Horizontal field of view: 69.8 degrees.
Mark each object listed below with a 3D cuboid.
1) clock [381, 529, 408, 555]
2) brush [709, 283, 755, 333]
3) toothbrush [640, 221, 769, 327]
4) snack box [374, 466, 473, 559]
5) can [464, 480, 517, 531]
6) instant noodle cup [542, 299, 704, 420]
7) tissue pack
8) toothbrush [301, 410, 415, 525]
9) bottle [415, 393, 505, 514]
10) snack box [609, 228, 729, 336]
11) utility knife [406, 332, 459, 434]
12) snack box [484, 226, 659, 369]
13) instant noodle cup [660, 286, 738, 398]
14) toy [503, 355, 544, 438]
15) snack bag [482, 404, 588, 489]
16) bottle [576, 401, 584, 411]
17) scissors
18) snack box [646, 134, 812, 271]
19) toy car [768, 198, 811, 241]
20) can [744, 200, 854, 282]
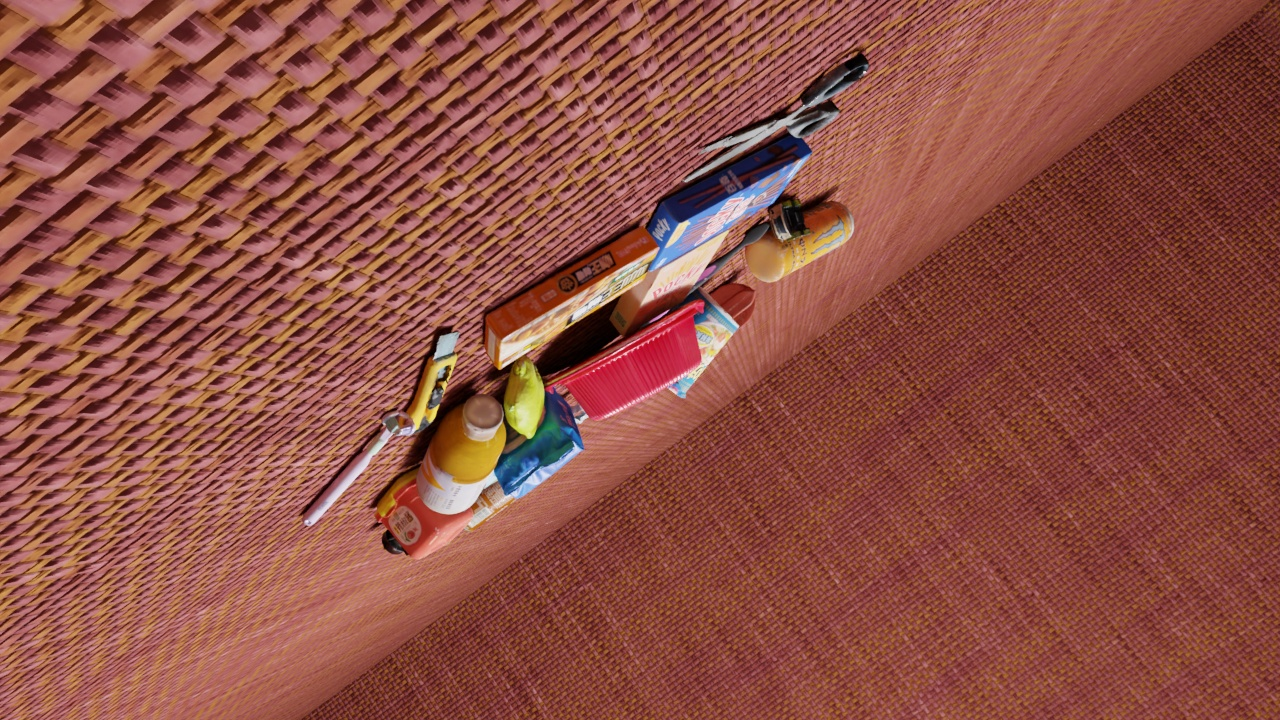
[{"bbox_3d":[-0.268,0.199,1.114,0.122,0.055,0.081,-35,175,42],"label":"clock"},{"bbox_3d":[0.087,-0.046,1.176,0.146,0.063,0.069,-37,-176,-1],"label":"brush"},{"bbox_3d":[0.071,-0.095,1.037,0.189,0.014,0.017,-39,-178,19],"label":"toothbrush"},{"bbox_3d":[-0.234,0.165,1.011,0.081,0.080,0.091,-26,166,-48],"label":"snack box"},{"bbox_3d":[-0.190,0.170,1.255,0.147,0.058,0.058,-36,170,-3],"label":"can"},{"bbox_3d":[-0.006,0.006,0.969,0.194,0.066,0.194,-29,-178,1],"label":"instant noodle cup"},{"bbox_3d":[-0.117,0.079,0.977,0.095,0.052,0.157,-39,-155,5],"label":"tissue pack"},{"bbox_3d":[-0.255,0.101,0.812,0.190,0.029,0.021,-42,-153,34],"label":"toothbrush"},{"bbox_3d":[-0.174,0.091,0.901,0.067,0.068,0.190,-30,166,-34],"label":"bottle"},{"bbox_3d":[0.025,-0.081,0.900,0.084,0.026,0.158,-31,170,-23],"label":"snack box"},{"bbox_3d":[-0.169,0.022,0.746,0.033,0.015,0.193,-34,170,-31],"label":"utility knife"},{"bbox_3d":[-0.058,-0.052,0.753,0.153,0.026,0.075,-33,170,-19],"label":"snack box"},{"bbox_3d":[0.056,-0.027,1.092,0.110,0.099,0.099,-45,169,7],"label":"instant noodle cup"},{"bbox_3d":[-0.110,0.037,0.882,0.031,0.097,0.100,2,-160,3],"label":"toy"},{"bbox_3d":[-0.146,0.106,1.123,0.190,0.039,0.111,-31,174,-47],"label":"snack bag"},{"bbox_3d":[-0.048,0.038,1.101,0.063,0.063,0.108,-35,170,-9],"label":"bottle"},{"bbox_3d":[0.113,-0.192,0.733,0.171,0.014,0.159,-38,168,23],"label":"scissors"},{"bbox_3d":[0.072,-0.137,0.795,0.156,0.026,0.085,-32,170,-25],"label":"snack box"},{"bbox_3d":[0.158,-0.149,0.990,0.035,0.042,0.090,-19,-177,21],"label":"toy car"},{"bbox_3d":[0.189,-0.142,1.086,0.145,0.058,0.058,-29,168,-37],"label":"can"}]
